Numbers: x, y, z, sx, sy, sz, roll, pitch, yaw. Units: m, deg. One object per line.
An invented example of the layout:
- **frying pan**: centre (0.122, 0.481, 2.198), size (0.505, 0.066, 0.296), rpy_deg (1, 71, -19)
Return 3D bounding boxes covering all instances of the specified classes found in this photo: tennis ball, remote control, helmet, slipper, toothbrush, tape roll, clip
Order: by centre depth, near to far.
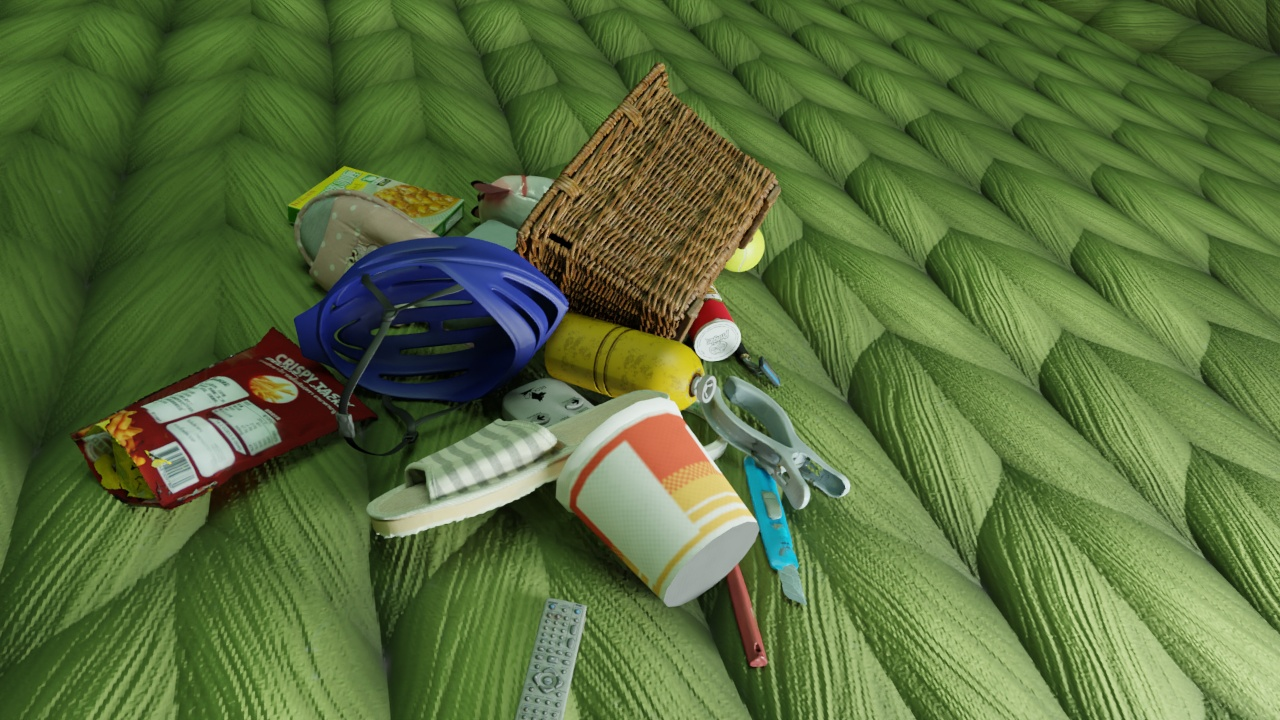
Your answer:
- **remote control**: centre (-0.064, 0.222, 0.639), size (0.033, 0.013, 0.136), rpy_deg (11, 36, 0)
- **toothbrush**: centre (0.076, 0.166, 0.753), size (0.016, 0.016, 0.189), rpy_deg (4, 36, -12)
- **slipper**: centre (-0.094, 0.071, 0.755), size (0.272, 0.054, 0.115), rpy_deg (-21, 8, -28)
- **helmet**: centre (-0.183, -0.012, 0.807), size (0.241, 0.148, 0.227), rpy_deg (-2, 33, -4)
- **remote control**: centre (-0.062, 0.066, 0.850), size (0.074, 0.019, 0.151), rpy_deg (-24, 49, -39)
- **clip**: centre (0.134, 0.072, 0.875), size (0.114, 0.028, 0.163), rpy_deg (-7, 44, -41)
- **tape roll**: centre (0.039, 0.064, 0.882), size (0.094, 0.018, 0.093), rpy_deg (8, 36, -6)
- **slipper**: centre (-0.254, -0.096, 0.948), size (0.274, 0.114, 0.054), rpy_deg (25, 14, 15)
- **tennis ball**: centre (0.122, -0.144, 1.150), size (0.065, 0.065, 0.065), rpy_deg (7, 36, -6)

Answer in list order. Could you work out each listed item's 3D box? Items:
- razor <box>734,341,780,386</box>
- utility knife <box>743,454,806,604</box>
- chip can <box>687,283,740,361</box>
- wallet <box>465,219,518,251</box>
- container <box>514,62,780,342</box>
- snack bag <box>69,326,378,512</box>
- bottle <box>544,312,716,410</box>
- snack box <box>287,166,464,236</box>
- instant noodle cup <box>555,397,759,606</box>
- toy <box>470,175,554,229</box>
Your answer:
- **razor**: centre (0.108, -0.019, 1.016), size (0.022, 0.043, 0.144), rpy_deg (-39, 40, 5)
- **utility knife**: centre (0.117, 0.140, 0.804), size (0.031, 0.015, 0.185), rpy_deg (2, 38, -8)
- **chip can**: centre (0.058, -0.084, 1.062), size (0.051, 0.052, 0.214), rpy_deg (-1, 37, -16)
- **wallet**: centre (-0.165, -0.102, 1.015), size (0.100, 0.054, 0.131), rpy_deg (28, 41, 12)
- **container**: centre (0.011, -0.135, 0.945), size (0.183, 0.162, 0.249), rpy_deg (34, 69, 4)
- **snack bag**: centre (-0.342, 0.044, 0.769), size (0.139, 0.067, 0.207), rpy_deg (31, 38, 17)
- **bottle**: centre (-0.005, 0.005, 0.877), size (0.164, 0.071, 0.070), rpy_deg (17, 34, 29)
- **snack box**: centre (-0.317, -0.182, 1.114), size (0.168, 0.027, 0.131), rpy_deg (16, 35, 7)
- **instant noodle cup**: centre (0.018, 0.116, 0.725), size (0.123, 0.124, 0.121), rpy_deg (-19, 53, -36)
- **toy**: centre (-0.099, -0.172, 1.103), size (0.213, 0.084, 0.142), rpy_deg (11, 2, -9)
